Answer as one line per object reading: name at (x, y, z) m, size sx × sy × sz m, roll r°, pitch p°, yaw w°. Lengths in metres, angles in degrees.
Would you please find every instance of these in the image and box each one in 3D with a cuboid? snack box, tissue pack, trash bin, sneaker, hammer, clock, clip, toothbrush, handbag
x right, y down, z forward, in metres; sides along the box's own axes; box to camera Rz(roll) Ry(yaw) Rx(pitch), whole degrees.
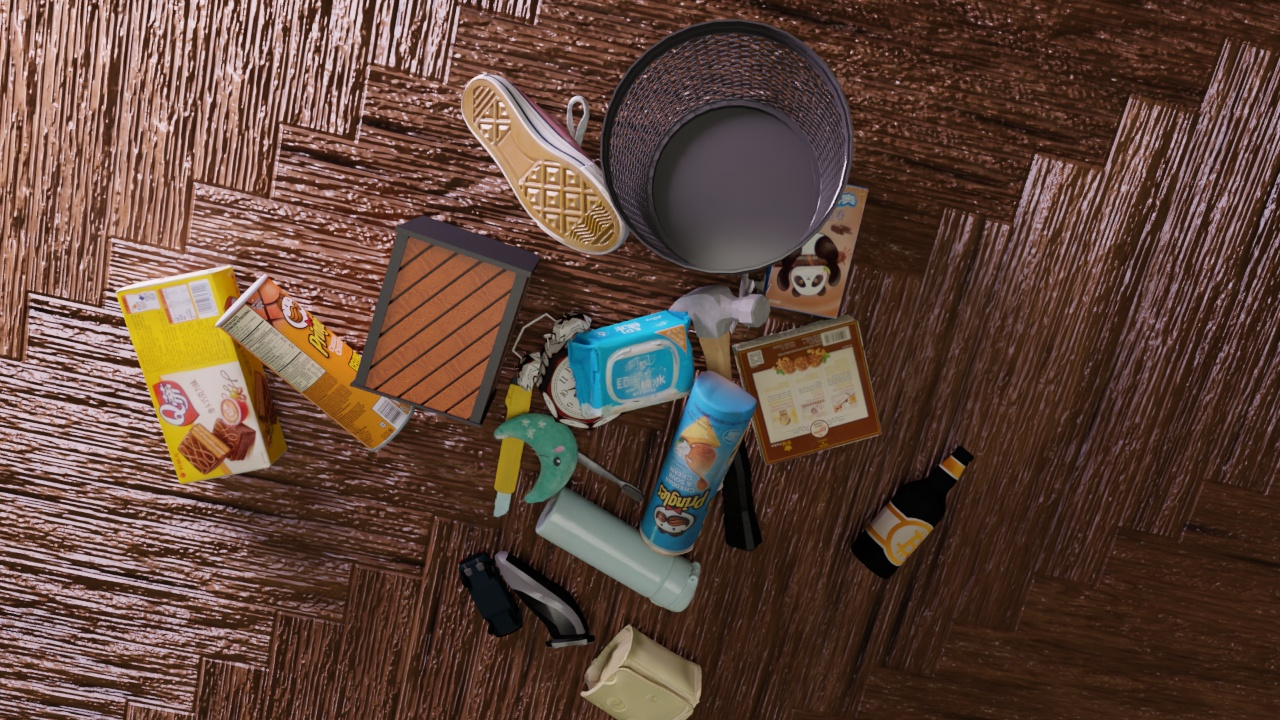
snack box at (0.196, 0.034, 1.076) m, size 0.143 × 0.041 × 0.147 m, roll -15°, pitch 103°, yaw 2°
tissue pack at (-0.006, 0.006, 0.995) m, size 0.144 × 0.061 × 0.093 m, roll -15°, pitch 115°, yaw -17°
trash bin at (0.087, -0.186, 0.902) m, size 0.218 × 0.227 × 0.218 m, roll 0°, pitch 91°, yaw 8°
trash bin at (-0.205, -0.047, 0.994) m, size 0.139 × 0.139 × 0.172 m, roll 19°, pitch 102°, yaw -6°
sneaker at (-0.090, -0.212, 0.986) m, size 0.241 × 0.087 × 0.119 m, roll 50°, pitch 121°, yaw 8°
hammer at (0.100, 0.073, 1.062) m, size 0.131 × 0.039 × 0.328 m, roll 7°, pitch 117°, yaw 37°
snack box at (0.195, -0.129, 1.041) m, size 0.087 × 0.034 × 0.151 m, roll 10°, pitch 102°, yaw -4°
snack box at (-0.494, 0.016, 1.041) m, size 0.110 × 0.061 × 0.230 m, roll -11°, pitch 104°, yaw 1°
clock at (-0.078, 0.005, 1.045) m, size 0.115 × 0.065 × 0.154 m, roll -47°, pitch 117°, yaw 6°
clip at (0.134, -0.073, 1.043) m, size 0.050 × 0.102 × 0.058 m, roll 21°, pitch 59°, yaw 1°
toothbrush at (-0.064, 0.122, 1.106) m, size 0.167 × 0.013 × 0.013 m, roll 34°, pitch 99°, yaw -7°
handbag at (0.002, 0.407, 1.142) m, size 0.119 × 0.081 × 0.111 m, roll 34°, pitch 113°, yaw -12°

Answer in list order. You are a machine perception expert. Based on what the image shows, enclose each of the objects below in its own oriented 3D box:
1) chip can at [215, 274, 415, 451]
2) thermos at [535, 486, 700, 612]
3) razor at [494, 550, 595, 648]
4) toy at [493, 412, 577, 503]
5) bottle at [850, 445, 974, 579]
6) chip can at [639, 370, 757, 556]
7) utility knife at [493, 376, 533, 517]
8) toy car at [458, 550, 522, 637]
chip can at (-0.355, 0.006, 1.015) m, size 0.075 × 0.075 × 0.215 m, roll -42°, pitch 113°, yaw 8°
thermos at (-0.023, 0.230, 1.105) m, size 0.207 × 0.065 × 0.078 m, roll 32°, pitch 122°, yaw -9°
razor at (-0.120, 0.291, 1.125) m, size 0.060 × 0.057 × 0.156 m, roll -37°, pitch 95°, yaw -22°
toy at (-0.115, 0.108, 1.073) m, size 0.085 × 0.033 × 0.105 m, roll -25°, pitch 94°, yaw -13°
bottle at (0.333, 0.178, 1.106) m, size 0.059 × 0.059 × 0.182 m, roll 36°, pitch 100°, yaw -10°
chip can at (0.063, 0.119, 1.035) m, size 0.080 × 0.079 × 0.230 m, roll 15°, pitch 126°, yaw -5°
utility knife at (-0.155, 0.105, 1.095) m, size 0.030 × 0.017 × 0.179 m, roll 11°, pitch 100°, yaw 0°
toy car at (-0.184, 0.288, 1.130) m, size 0.046 × 0.034 × 0.112 m, roll -24°, pitch 102°, yaw 4°
